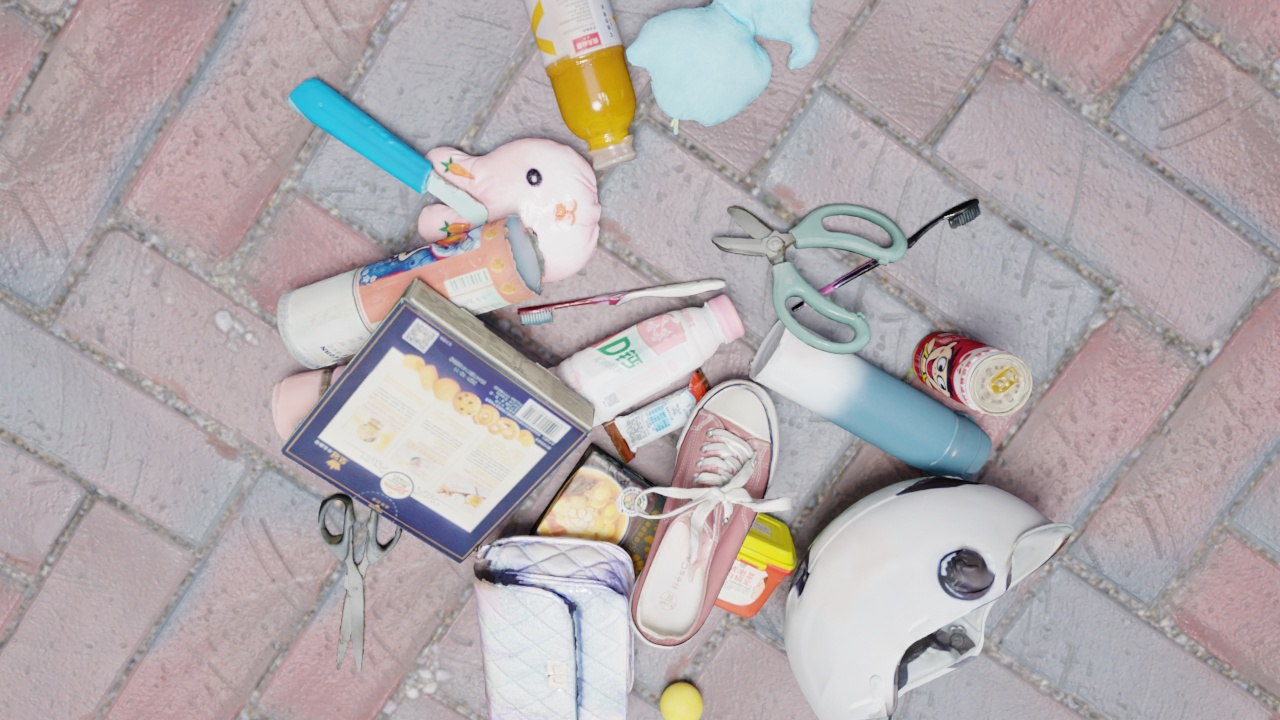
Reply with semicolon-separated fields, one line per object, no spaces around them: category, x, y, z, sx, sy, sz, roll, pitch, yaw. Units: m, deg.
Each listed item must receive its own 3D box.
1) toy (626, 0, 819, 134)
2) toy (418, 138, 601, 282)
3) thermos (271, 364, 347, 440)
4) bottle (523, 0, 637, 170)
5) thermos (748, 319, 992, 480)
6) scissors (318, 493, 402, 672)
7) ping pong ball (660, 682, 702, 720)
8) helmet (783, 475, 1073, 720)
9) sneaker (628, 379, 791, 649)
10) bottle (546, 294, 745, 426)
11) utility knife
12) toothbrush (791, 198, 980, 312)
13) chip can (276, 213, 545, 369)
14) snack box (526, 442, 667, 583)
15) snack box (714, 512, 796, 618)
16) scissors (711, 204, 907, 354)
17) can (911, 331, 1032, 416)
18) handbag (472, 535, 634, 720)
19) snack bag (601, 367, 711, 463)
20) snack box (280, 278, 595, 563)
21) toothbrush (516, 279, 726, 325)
toy;0.070;-0.260;0.764;0.161;0.050;0.156;14;94;-18
toy;-0.113;-0.129;0.782;0.159;0.054;0.121;6;102;5
thermos;-0.212;0.040;0.801;0.198;0.067;0.087;-8;128;-1
bottle;-0.048;-0.253;0.754;0.068;0.068;0.189;-17;99;1
thermos;0.205;0.038;0.811;0.220;0.070;0.070;28;97;-7
scissors;-0.271;0.204;0.850;0.171;0.014;0.150;-44;99;8
ping pong ball;0.039;0.324;0.861;0.040;0.040;0.040;0;99;-2
helmet;0.221;0.190;0.777;0.258;0.229;0.146;-44;60;-5
sneaker;0.058;0.114;0.742;0.118;0.088;0.240;24;66;2
bottle;-0.005;0.005;0.796;0.197;0.068;0.068;-27;99;2
utility knife;-0.208;-0.171;0.767;0.204;0.018;0.034;36;94;6
toothbrush;0.218;-0.090;0.816;0.189;0.014;0.018;-31;111;4
chip can;-0.188;-0.055;0.755;0.215;0.071;0.071;-16;99;15
snack box;-0.033;0.158;0.832;0.113;0.053;0.125;34;91;-7
snack box;0.083;0.178;0.822;0.091;0.082;0.080;25;107;-3
scissors;0.156;-0.095;0.794;0.175;0.019;0.175;-40;75;-14
can;0.276;0.009;0.772;0.053;0.132;0.053;0;99;-2
handbag;-0.073;0.247;0.798;0.134;0.075;0.194;3;118;7
snack bag;0.020;0.050;0.824;0.104;0.026;0.048;-30;96;3
snack box;-0.162;0.056;0.742;0.178;0.045;0.183;38;112;-18
toothbrush;-0.016;-0.052;0.813;0.187;0.016;0.017;-9;107;0
